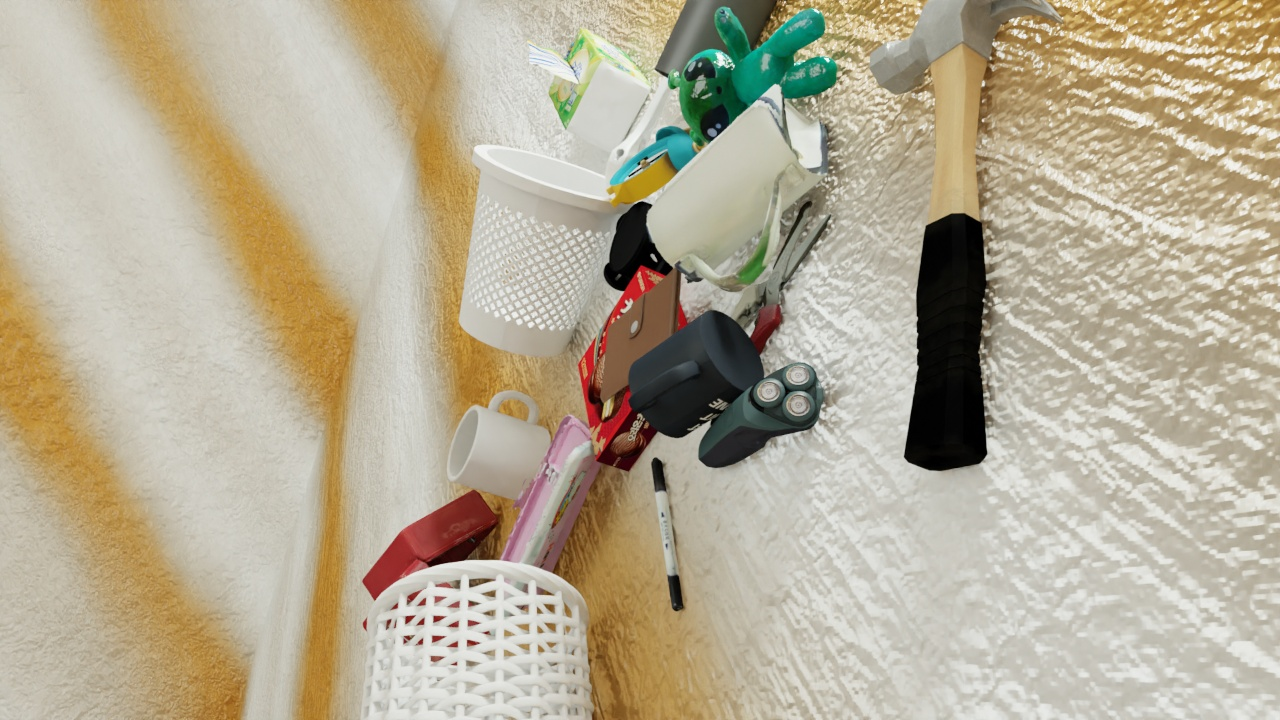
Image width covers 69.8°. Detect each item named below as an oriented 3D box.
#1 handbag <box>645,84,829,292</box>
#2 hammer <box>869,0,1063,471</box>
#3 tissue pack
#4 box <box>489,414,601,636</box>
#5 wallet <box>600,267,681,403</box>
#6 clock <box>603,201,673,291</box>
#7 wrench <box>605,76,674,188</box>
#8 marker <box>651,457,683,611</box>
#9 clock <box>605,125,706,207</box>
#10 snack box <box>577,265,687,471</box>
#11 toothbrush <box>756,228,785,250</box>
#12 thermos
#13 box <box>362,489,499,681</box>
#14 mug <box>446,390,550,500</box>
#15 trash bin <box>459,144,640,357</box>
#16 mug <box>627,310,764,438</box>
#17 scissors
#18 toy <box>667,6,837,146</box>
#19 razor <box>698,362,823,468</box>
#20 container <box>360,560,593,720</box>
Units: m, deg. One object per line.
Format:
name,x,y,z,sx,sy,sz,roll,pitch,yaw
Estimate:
handbag,0.074,-0.125,0.732,0.152,0.074,0.175,-38,30,34
hammer,0.191,-0.095,0.560,0.131,0.039,0.327,-25,49,55
tissue pack,-0.086,-0.377,1.222,0.120,0.141,0.197,-61,26,16
box,-0.090,0.163,0.911,0.201,0.066,0.153,-66,15,8
wallet,-0.001,-0.022,0.833,0.121,0.013,0.087,-38,38,48
clock,-0.001,-0.119,0.964,0.121,0.042,0.091,-9,63,62
wrench,0.031,-0.309,1.030,0.273,0.018,0.066,-63,-16,-3
marker,0.021,0.138,0.755,0.011,0.011,0.152,-52,30,33
clock,0.020,-0.207,0.956,0.130,0.044,0.099,-35,22,7
snack box,-0.005,0.005,0.883,0.133,0.035,0.152,-56,28,26
toothbrush,0.087,-0.133,0.826,0.016,0.018,0.181,-59,25,14
thermos,0.103,-0.383,0.910,0.241,0.082,0.082,-63,25,12
box,-0.237,0.263,1.107,0.157,0.156,0.169,-46,6,41
mug,-0.159,0.094,1.064,0.091,0.090,0.121,20,89,66
trash bin,-0.122,-0.122,1.070,0.195,0.195,0.200,-124,49,-61
mug,0.033,0.014,0.688,0.078,0.104,0.071,-35,80,33
scissors,0.089,-0.028,0.741,0.180,0.015,0.184,-32,43,53
toy,0.095,-0.248,0.824,0.194,0.072,0.130,-9,102,48
razor,0.082,0.047,0.669,0.143,0.052,0.047,132,147,-57
container,-0.130,0.290,0.735,0.190,0.189,0.186,-51,31,34
